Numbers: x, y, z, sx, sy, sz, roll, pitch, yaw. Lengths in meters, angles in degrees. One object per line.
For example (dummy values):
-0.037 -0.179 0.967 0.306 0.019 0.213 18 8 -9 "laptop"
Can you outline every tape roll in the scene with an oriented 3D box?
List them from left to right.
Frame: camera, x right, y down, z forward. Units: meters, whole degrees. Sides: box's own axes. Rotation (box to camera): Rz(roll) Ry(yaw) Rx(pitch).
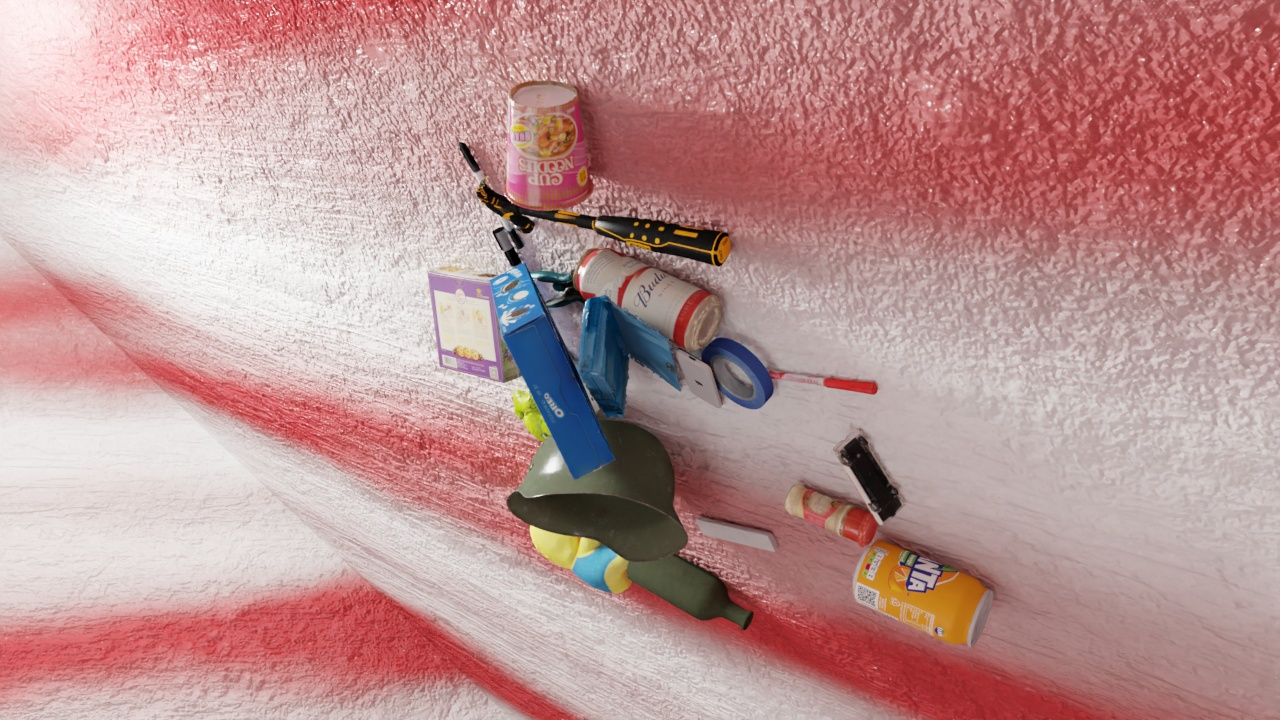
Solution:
0.110 0.015 1.047 0.091 0.016 0.093 38 155 16 "tape roll"

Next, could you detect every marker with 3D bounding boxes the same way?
-0.185 -0.204 1.140 0.011 0.011 0.152 1 128 46 "marker"
-0.156 -0.111 1.205 0.016 0.016 0.140 6 131 43 "marker"
0.189 0.022 0.991 0.142 0.012 0.013 8 133 42 "marker"

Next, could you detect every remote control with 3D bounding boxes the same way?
0.070 0.022 1.070 0.045 0.008 0.147 30 168 19 "remote control"
0.134 0.243 1.292 0.131 0.012 0.033 4 133 44 "remote control"

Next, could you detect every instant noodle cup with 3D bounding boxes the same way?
-0.098 -0.227 0.955 0.098 0.097 0.109 25 136 26 "instant noodle cup"

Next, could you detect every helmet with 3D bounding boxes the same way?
-0.058 0.166 1.267 0.269 0.153 0.227 -16 140 34 "helmet"

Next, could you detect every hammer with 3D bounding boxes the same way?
-0.047 -0.151 1.007 0.321 0.036 0.123 16 168 31 "hammer"

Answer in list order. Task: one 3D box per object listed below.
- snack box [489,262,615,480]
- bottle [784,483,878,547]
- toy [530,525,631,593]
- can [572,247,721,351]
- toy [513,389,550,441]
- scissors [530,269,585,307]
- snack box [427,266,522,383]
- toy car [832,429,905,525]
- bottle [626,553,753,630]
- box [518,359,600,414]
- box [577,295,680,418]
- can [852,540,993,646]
-0.110 0.005 1.096 0.238 0.056 0.195 -121 6 -67 "snack box"
0.228 0.184 1.101 0.109 0.044 0.044 20 140 33 "bottle"
-0.108 0.323 1.577 0.214 0.083 0.149 28 142 19 "toy"
0.007 -0.071 1.031 0.170 0.067 0.067 27 143 25 "can"
-0.160 0.088 1.415 0.094 0.036 0.093 4 123 46 "toy"
-0.094 -0.093 1.159 0.153 0.019 0.128 35 147 15 "scissors"
-0.233 -0.052 1.288 0.144 0.040 0.148 13 114 39 "snack box"
0.251 0.129 1.024 0.113 0.039 0.039 55 167 -16 "toy car"
0.079 0.354 1.422 0.207 0.071 0.071 24 142 28 "bottle"
-0.139 0.017 1.314 0.197 0.049 0.137 42 146 3 "box"
-0.004 0.006 1.062 0.102 0.094 0.232 5 165 7 "box"
0.323 0.268 1.059 0.143 0.078 0.079 19 139 33 "can"
